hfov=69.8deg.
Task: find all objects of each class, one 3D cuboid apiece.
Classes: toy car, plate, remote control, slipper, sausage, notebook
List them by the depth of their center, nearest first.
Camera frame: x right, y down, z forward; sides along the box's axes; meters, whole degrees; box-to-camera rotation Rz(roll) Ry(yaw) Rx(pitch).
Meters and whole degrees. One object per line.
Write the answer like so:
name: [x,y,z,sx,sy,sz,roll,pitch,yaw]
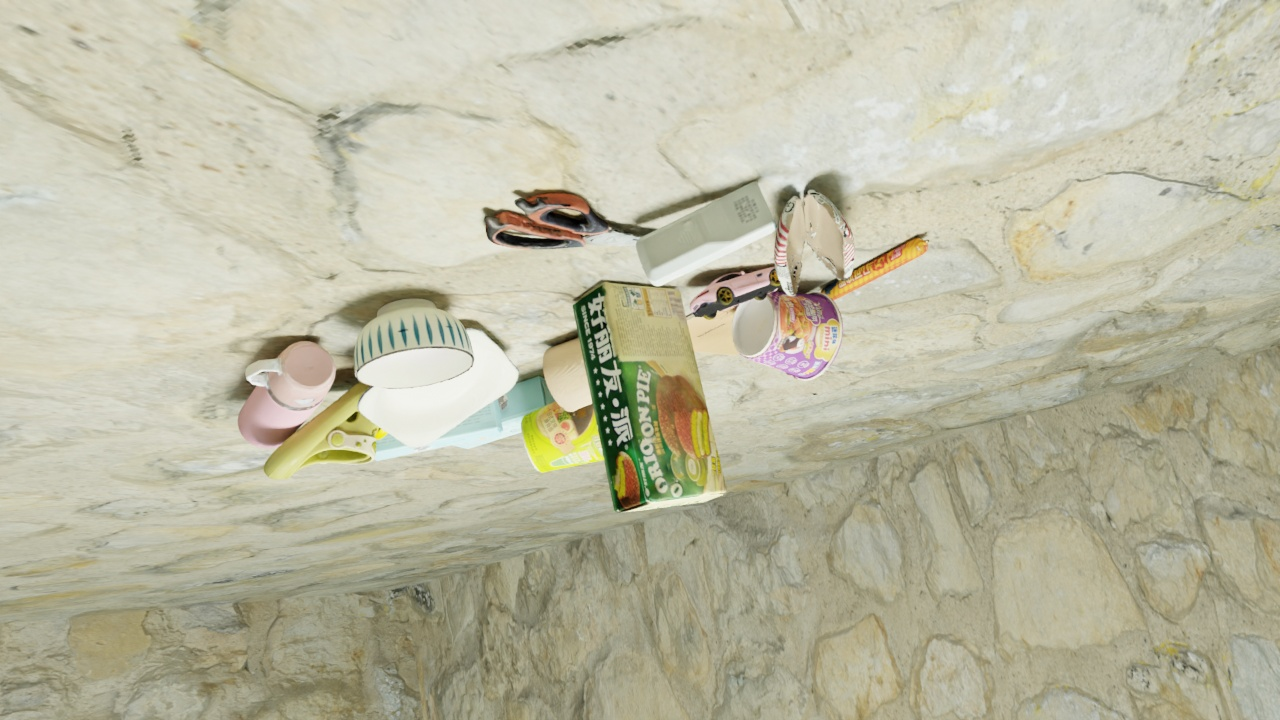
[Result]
remote control: [0.057,-0.113,0.824,0.125,0.049,0.024,-25,158,11]
toy car: [0.110,-0.080,1.034,0.122,0.037,0.056,-20,171,-23]
plate: [-0.233,0.024,1.050,0.163,0.034,0.164,-34,152,-2]
slipper: [-0.341,0.088,1.062,0.190,0.081,0.092,-42,-172,-36]
sausage: [0.276,-0.106,1.094,0.021,0.021,0.166,1,159,-40]
notebook: [0.115,-0.039,1.224,0.207,0.008,0.148,4,157,-46]

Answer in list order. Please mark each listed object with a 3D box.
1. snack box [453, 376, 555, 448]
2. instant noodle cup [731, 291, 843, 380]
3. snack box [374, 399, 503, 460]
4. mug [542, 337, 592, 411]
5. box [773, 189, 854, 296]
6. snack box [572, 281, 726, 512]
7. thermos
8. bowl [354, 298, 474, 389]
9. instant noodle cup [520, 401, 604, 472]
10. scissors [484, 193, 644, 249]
snack box: [-0.196,0.075,1.295,0.175,0.051,0.074,-18,161,16]
instant noodle cup: [0.173,-0.036,1.116,0.099,0.111,0.112,9,154,-35]
snack box: [-0.272,0.075,1.193,0.175,0.074,0.052,-12,165,-4]
mug: [-0.048,0.003,1.135,0.104,0.084,0.124,-20,-173,21]
box: [0.159,-0.109,0.908,0.087,0.076,0.163,-35,164,4]
snack box: [0.009,0.038,0.988,0.114,0.240,0.063,0,161,-41]
thermos: [-0.394,0.039,0.994,0.087,0.067,0.199,1,160,-33]
bowl: [-0.228,-0.021,0.917,0.116,0.066,0.116,-12,163,-4]
instant noodle cup: [-0.087,0.093,1.204,0.123,0.111,0.111,-19,163,7]
scissors: [-0.032,-0.120,0.823,0.208,0.015,0.185,-11,163,-6]
